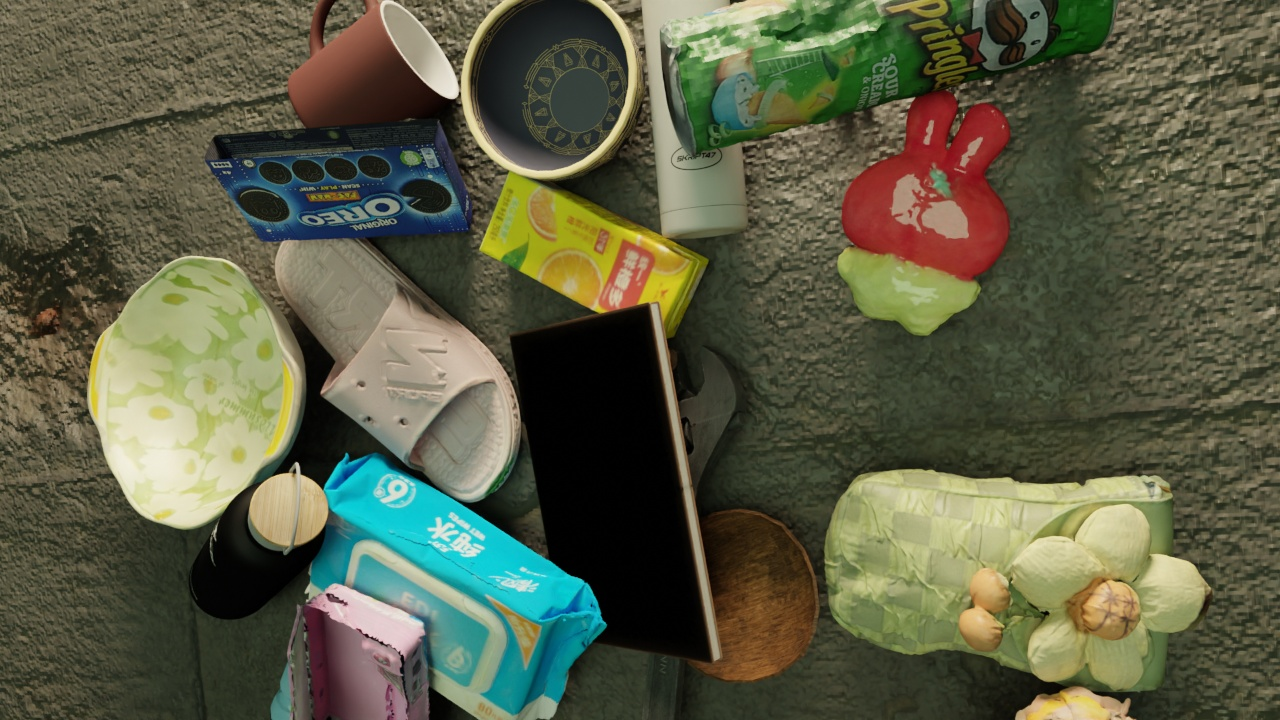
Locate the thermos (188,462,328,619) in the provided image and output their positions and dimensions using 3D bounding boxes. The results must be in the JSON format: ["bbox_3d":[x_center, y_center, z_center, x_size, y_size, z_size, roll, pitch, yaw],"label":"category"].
[{"bbox_3d":[-0.247,0.120,0.596,0.232,0.061,0.061,-37,81,51],"label":"thermos"}]

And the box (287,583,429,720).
[{"bbox_3d":[-0.196,0.267,0.597,0.085,0.096,0.231,17,120,17],"label":"box"}]

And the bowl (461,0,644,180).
[{"bbox_3d":[-0.047,-0.166,0.569,0.112,0.061,0.112,1,94,18],"label":"bowl"}]

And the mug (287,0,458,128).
[{"bbox_3d":[-0.183,-0.195,0.605,0.083,0.073,0.105,-30,90,18],"label":"mug"}]

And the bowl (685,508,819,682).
[{"bbox_3d":[0.064,0.144,0.566,0.114,0.026,0.102,-23,72,35],"label":"bowl"}]

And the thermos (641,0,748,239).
[{"bbox_3d":[0.029,-0.187,0.546,0.052,0.052,0.224,-4,93,19],"label":"thermos"}]

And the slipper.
[{"bbox_3d":[-0.174,-0.006,0.623,0.239,0.064,0.094,47,106,11],"label":"slipper"}]

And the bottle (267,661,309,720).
[{"bbox_3d":[-0.240,0.228,0.675,0.040,0.040,0.130,27,102,15],"label":"bottle"}]

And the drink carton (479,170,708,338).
[{"bbox_3d":[-0.029,-0.066,0.582,0.134,0.042,0.059,28,106,15],"label":"drink carton"}]

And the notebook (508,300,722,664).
[{"bbox_3d":[-0.021,0.077,0.573,0.142,0.008,0.209,-9,91,47],"label":"notebook"}]

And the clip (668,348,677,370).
[{"bbox_3d":[0.000,0.005,0.584,0.061,0.043,0.024,-6,78,27],"label":"clip"}]

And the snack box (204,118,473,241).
[{"bbox_3d":[-0.192,-0.114,0.598,0.150,0.082,0.027,-2,57,8],"label":"snack box"}]

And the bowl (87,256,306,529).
[{"bbox_3d":[-0.303,0.023,0.660,0.220,0.060,0.188,7,88,28],"label":"bowl"}]

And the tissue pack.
[{"bbox_3d":[-0.128,0.157,0.610,0.209,0.065,0.117,28,120,12],"label":"tissue pack"}]

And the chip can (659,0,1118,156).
[{"bbox_3d":[0.121,-0.169,0.479,0.223,0.075,0.075,-14,89,4],"label":"chip can"}]

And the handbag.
[{"bbox_3d":[0.189,0.117,0.482,0.187,0.116,0.113,1,94,17],"label":"handbag"}]

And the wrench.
[{"bbox_3d":[0.023,0.126,0.572,0.073,0.018,0.273,6,91,38],"label":"wrench"}]

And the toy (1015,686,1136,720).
[{"bbox_3d":[0.157,0.262,0.493,0.196,0.065,0.265,14,123,1],"label":"toy"}]

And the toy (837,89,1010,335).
[{"bbox_3d":[0.159,-0.082,0.514,0.092,0.045,0.135,16,103,20],"label":"toy"}]
